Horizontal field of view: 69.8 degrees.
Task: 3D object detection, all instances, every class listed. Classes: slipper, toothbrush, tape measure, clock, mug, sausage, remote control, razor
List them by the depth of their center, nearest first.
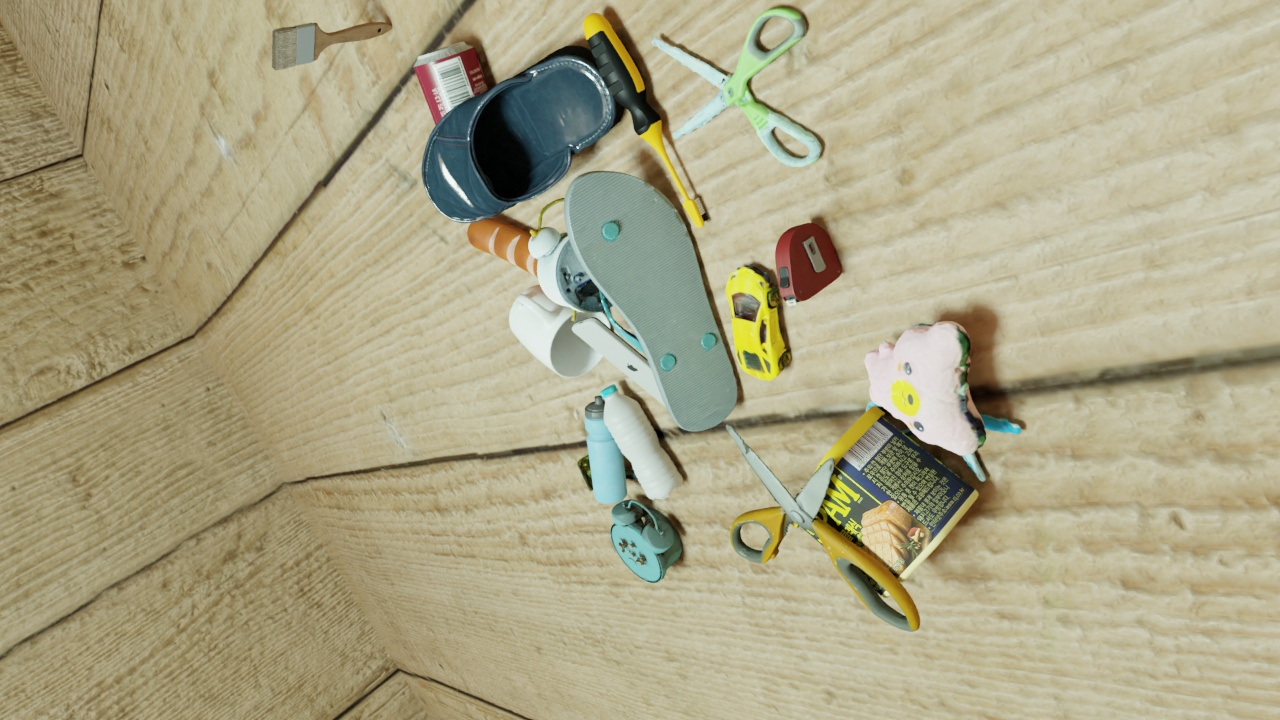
[{"bbox_3d":[0.125,-0.076,0.696,0.019,0.058,0.051,-7,112,55],"label":"tape measure"},{"bbox_3d":[0.005,-0.200,0.772,0.031,0.030,0.197,-15,109,51],"label":"toothbrush"},{"bbox_3d":[0.016,-0.058,0.844,0.269,0.098,0.055,61,173,-21],"label":"slipper"},{"bbox_3d":[-0.133,-0.192,0.849,0.266,0.083,0.109,-20,115,42],"label":"slipper"},{"bbox_3d":[-0.062,-0.101,0.897,0.057,0.083,0.118,13,129,55],"label":"clock"},{"bbox_3d":[-0.005,0.005,0.926,0.146,0.008,0.045,39,152,-22],"label":"remote control"},{"bbox_3d":[-0.098,-0.043,0.979,0.088,0.081,0.114,33,175,41],"label":"mug"},{"bbox_3d":[-0.129,-0.119,1.001,0.164,0.044,0.039,29,128,36],"label":"sausage"},{"bbox_3d":[0.006,0.212,1.106,0.090,0.053,0.124,33,141,31],"label":"clock"},{"bbox_3d":[-0.034,0.139,1.125,0.106,0.026,0.042,-5,112,49],"label":"razor"}]

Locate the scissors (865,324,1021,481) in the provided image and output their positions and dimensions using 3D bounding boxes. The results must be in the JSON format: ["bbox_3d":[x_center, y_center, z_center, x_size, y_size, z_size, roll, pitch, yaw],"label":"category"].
[{"bbox_3d":[0.225,0.037,0.711,0.134,0.011,0.140,58,147,-6],"label":"scissors"}]

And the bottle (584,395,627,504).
[{"bbox_3d":[-0.041,0.102,1.069,0.040,0.040,0.130,15,118,46],"label":"bottle"}]

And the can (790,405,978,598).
[{"bbox_3d":[0.196,0.120,0.753,0.104,0.075,0.135,40,151,19],"label":"can"}]

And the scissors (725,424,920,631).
[{"bbox_3d":[0.134,0.145,0.773,0.225,0.016,0.230,49,151,-1],"label":"scissors"}]

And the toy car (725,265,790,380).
[{"bbox_3d":[0.099,-0.032,0.796,0.049,0.030,0.107,17,130,46],"label":"toy car"}]

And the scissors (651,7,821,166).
[{"bbox_3d":[0.073,-0.199,0.697,0.165,0.024,0.172,53,150,-5],"label":"scissors"}]

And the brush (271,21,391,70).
[{"bbox_3d":[-0.323,-0.340,0.970,0.008,0.142,0.045,43,137,18],"label":"brush"}]

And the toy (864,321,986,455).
[{"bbox_3d":[0.203,0.015,0.664,0.093,0.050,0.102,11,122,47],"label":"toy"}]

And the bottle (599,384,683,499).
[{"bbox_3d":[-0.003,0.089,1.019,0.044,0.044,0.136,-21,101,57],"label":"bottle"}]

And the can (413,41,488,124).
[{"bbox_3d":[-0.182,-0.258,0.931,0.063,0.063,0.114,10,126,48],"label":"can"}]
